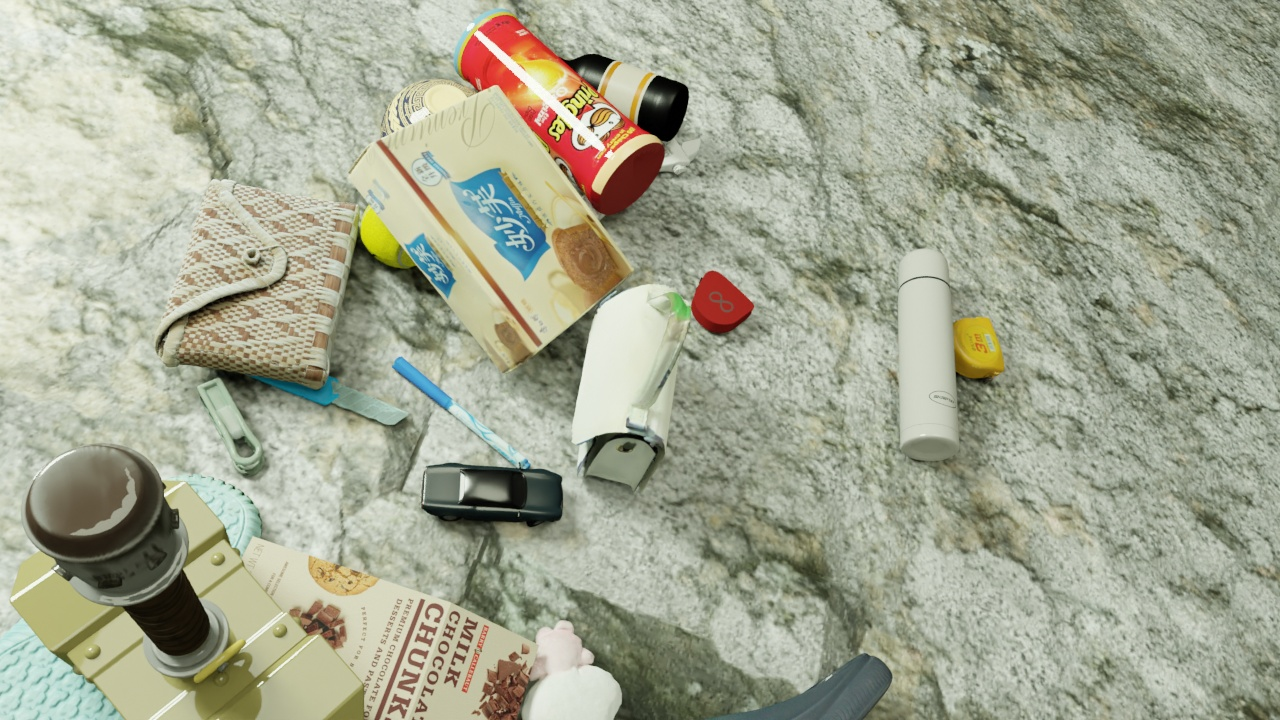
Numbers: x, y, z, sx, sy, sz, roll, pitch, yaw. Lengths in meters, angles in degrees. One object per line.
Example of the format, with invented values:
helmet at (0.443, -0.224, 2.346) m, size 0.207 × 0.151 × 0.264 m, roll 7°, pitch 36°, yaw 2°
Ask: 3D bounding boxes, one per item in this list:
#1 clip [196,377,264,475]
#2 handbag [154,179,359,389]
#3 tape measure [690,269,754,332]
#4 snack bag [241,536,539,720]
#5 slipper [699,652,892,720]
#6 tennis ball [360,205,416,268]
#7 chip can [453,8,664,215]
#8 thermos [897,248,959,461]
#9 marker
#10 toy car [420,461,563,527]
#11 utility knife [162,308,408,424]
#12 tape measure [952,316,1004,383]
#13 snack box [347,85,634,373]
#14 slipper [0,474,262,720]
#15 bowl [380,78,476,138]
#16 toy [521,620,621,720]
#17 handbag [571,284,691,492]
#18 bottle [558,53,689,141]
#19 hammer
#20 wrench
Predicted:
clip at (-0.306, 0.050, 0.687) m, size 0.023 × 0.043 × 0.076 m, roll -28°, pitch 74°, yaw -27°
handbag at (-0.300, -0.068, 0.734) m, size 0.124 × 0.047 × 0.185 m, roll 10°, pitch 53°, yaw -16°
tape measure at (0.072, -0.054, 0.876) m, size 0.051 × 0.019 × 0.059 m, roll -36°, pitch 71°, yaw -29°
snack bag at (-0.180, 0.205, 0.618) m, size 0.206 × 0.070 × 0.094 m, roll 21°, pitch 58°, yaw -7°
slipper at (0.071, 0.275, 0.644) m, size 0.267 × 0.111 × 0.083 m, roll -30°, pitch 72°, yaw -33°
tennis ball at (-0.206, -0.112, 0.788) m, size 0.065 × 0.066 × 0.065 m, roll 8°, pitch 60°, yaw -14°
chip can at (-0.080, -0.239, 0.875) m, size 0.086 × 0.087 × 0.213 m, roll -35°, pitch 71°, yaw -31°
thermos at (0.281, -0.012, 0.903) m, size 0.052 × 0.052 × 0.223 m, roll 15°, pitch 59°, yaw -10°
marker at (-0.146, 0.044, 0.753) m, size 0.142 × 0.013 × 0.013 m, roll 38°, pitch 57°, yaw 5°
toy car at (-0.114, 0.103, 0.718) m, size 0.112 × 0.034 × 0.046 m, roll 6°, pitch 61°, yaw -16°
utility knife at (-0.283, 0.007, 0.727) m, size 0.207 × 0.015 × 0.031 m, roll 24°, pitch 62°, yaw -7°
tape measure at (0.335, -0.011, 0.934) m, size 0.058 × 0.030 × 0.068 m, roll 0°, pitch 60°, yaw -19°
snack box at (-0.118, -0.113, 0.775) m, size 0.207 × 0.055 × 0.152 m, roll 53°, pitch 46°, yaw -7°
slipper at (-0.340, 0.187, 0.580) m, size 0.116 × 0.070 × 0.275 m, roll 26°, pitch 42°, yaw -4°
bowl at (-0.184, -0.221, 0.857) m, size 0.112 × 0.061 × 0.112 m, roll 8°, pitch 60°, yaw -14°
toy at (-0.047, 0.251, 0.657) m, size 0.075 × 0.037 × 0.125 m, roll -15°, pitch 66°, yaw -21°
handbag at (-0.004, 0.004, 0.725) m, size 0.074 × 0.176 × 0.151 m, roll 15°, pitch 59°, yaw -9°
bottle at (-0.044, -0.279, 0.931) m, size 0.182 × 0.059 × 0.059 m, roll 23°, pitch 56°, yaw 13°
hammer at (-0.216, 0.114, 0.420) m, size 0.190 × 0.326 × 0.100 m, roll 45°, pitch 59°, yaw 8°
wrench at (-0.030, -0.166, 0.905) m, size 0.066 × 0.018 × 0.272 m, roll 41°, pitch 59°, yaw 6°
